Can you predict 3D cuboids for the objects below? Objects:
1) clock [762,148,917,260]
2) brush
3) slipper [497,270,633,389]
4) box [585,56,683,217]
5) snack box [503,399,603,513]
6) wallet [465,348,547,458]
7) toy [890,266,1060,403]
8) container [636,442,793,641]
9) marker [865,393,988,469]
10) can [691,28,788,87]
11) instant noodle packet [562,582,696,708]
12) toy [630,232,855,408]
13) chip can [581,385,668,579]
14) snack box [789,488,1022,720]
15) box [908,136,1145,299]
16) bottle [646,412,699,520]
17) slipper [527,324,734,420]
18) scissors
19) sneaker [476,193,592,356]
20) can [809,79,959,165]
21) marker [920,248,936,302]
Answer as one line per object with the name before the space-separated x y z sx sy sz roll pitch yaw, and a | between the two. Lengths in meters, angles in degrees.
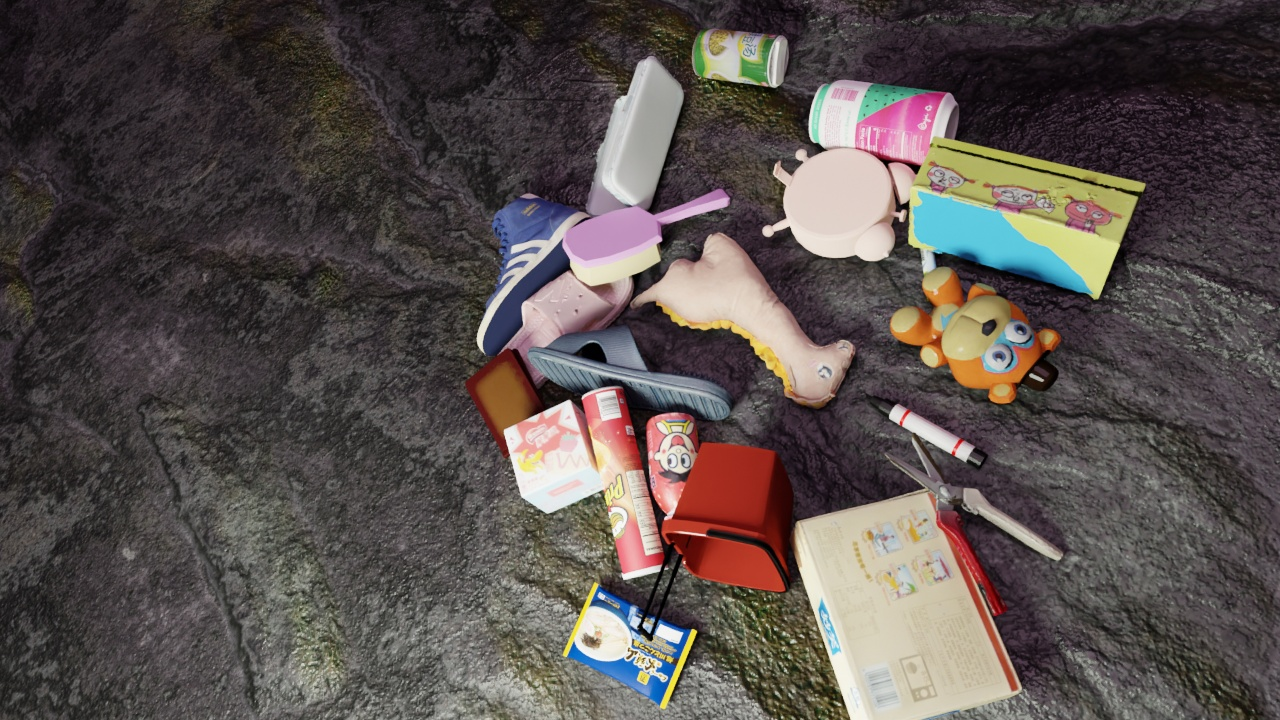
clock | 0.244 -0.198 1.121 0.160 0.086 0.131 19 75 20
brush | 0.012 -0.168 1.202 0.228 0.043 0.089 -21 49 -12
slipper | -0.115 -0.048 1.195 0.239 0.064 0.094 -46 59 -2
box | -0.017 -0.304 1.251 0.130 0.105 0.210 2 67 25
snack box | -0.099 0.116 1.105 0.093 0.079 0.094 -24 60 8
wallet | -0.166 0.053 1.171 0.092 0.018 0.115 -37 73 22
toy | 0.366 -0.024 0.993 0.176 0.096 0.112 37 82 19
container | 0.088 0.202 0.957 0.127 0.148 0.200 5 60 24
marker | 0.309 0.073 1.005 0.146 0.019 0.019 32 81 29
can | 0.139 -0.418 1.265 0.121 0.067 0.067 17 74 26
instant noodle packet | -0.013 0.313 1.014 0.134 0.026 0.087 19 78 27
toy | 0.122 -0.033 1.107 0.196 0.065 0.264 -37 66 11
chip can | -0.019 0.138 1.052 0.052 0.052 0.214 -17 76 13
snack box | 0.253 0.243 0.901 0.153 0.055 0.207 -12 61 -8
box | 0.410 -0.158 1.003 0.221 0.124 0.082 22 72 26
bottle | 0.041 0.133 1.055 0.062 0.062 0.137 -13 63 15
slipper | -0.007 0.006 1.117 0.264 0.101 0.082 12 64 19
scissors | 0.334 0.162 0.915 0.179 0.015 0.196 8 56 -9
sneaker | -0.178 -0.130 1.239 0.118 0.091 0.233 34 81 25
can | 0.300 -0.295 1.135 0.166 0.088 0.088 17 73 26
marker | 0.340 -0.136 1.090 0.017 0.017 0.146 -8 64 17
